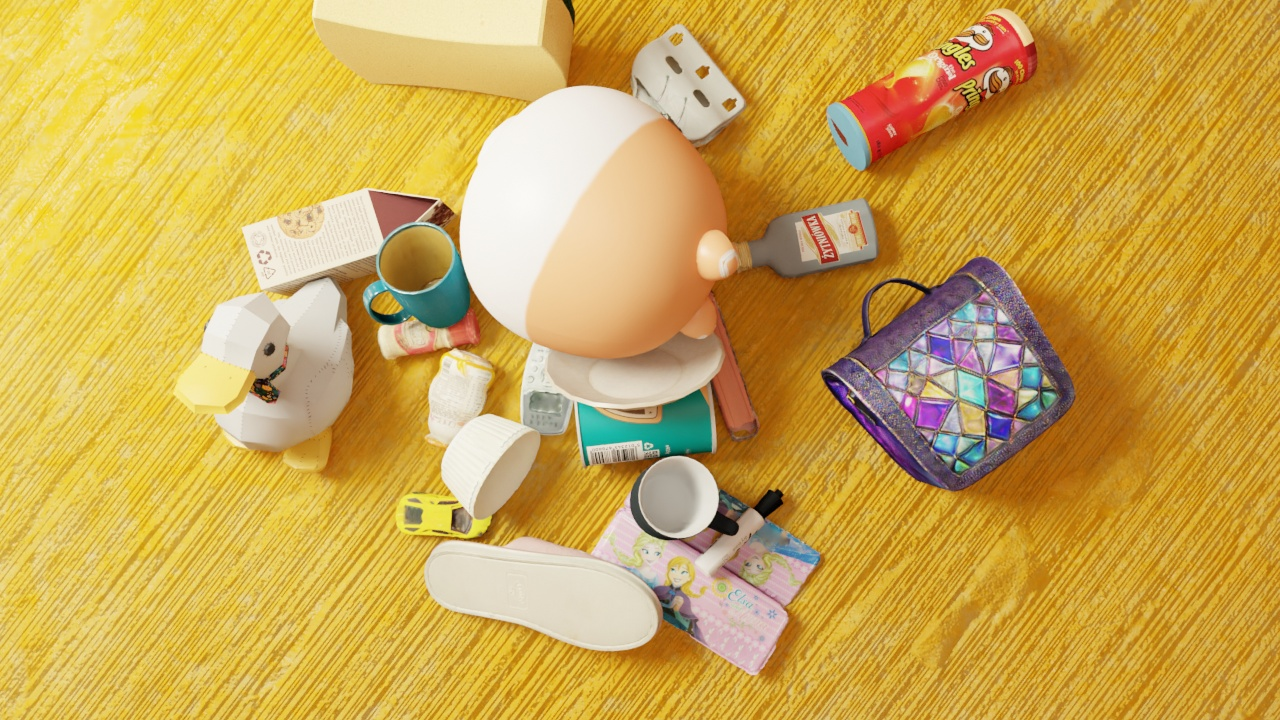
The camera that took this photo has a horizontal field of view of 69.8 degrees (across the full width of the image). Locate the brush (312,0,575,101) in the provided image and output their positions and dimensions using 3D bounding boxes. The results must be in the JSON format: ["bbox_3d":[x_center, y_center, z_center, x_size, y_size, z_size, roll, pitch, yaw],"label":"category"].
[{"bbox_3d":[-0.197,-0.344,0.959,0.250,0.195,0.075,7,89,0],"label":"brush"}]

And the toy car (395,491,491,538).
[{"bbox_3d":[-0.221,0.175,1.035,0.107,0.030,0.049,3,88,-2],"label":"toy car"}]

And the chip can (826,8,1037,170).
[{"bbox_3d":[0.321,-0.299,1.016,0.213,0.087,0.087,-29,89,0],"label":"chip can"}]

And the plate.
[{"bbox_3d":[-0.006,0.006,0.967,0.189,0.188,0.027,-6,121,-1],"label":"plate"}]

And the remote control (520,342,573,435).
[{"bbox_3d":[-0.103,0.027,1.038,0.060,0.028,0.114,8,90,0],"label":"remote control"}]

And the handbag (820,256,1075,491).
[{"bbox_3d":[0.323,0.007,0.993,0.205,0.125,0.222,-37,88,-1],"label":"handbag"}]

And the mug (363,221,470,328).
[{"bbox_3d":[-0.236,-0.076,0.971,0.112,0.104,0.084,-30,68,-7],"label":"mug"}]

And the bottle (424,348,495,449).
[{"bbox_3d":[-0.206,0.044,1.021,0.063,0.063,0.108,21,90,0],"label":"bottle"}]

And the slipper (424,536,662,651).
[{"bbox_3d":[-0.107,0.251,1.014,0.274,0.054,0.114,9,108,12],"label":"slipper"}]

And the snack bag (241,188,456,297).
[{"bbox_3d":[-0.308,-0.136,1.006,0.206,0.094,0.070,-18,89,-1],"label":"snack bag"}]

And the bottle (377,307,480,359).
[{"bbox_3d":[-0.237,-0.029,1.031,0.109,0.044,0.044,-11,89,0],"label":"bottle"}]

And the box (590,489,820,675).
[{"bbox_3d":[0.074,0.227,1.038,0.230,0.035,0.159,32,84,0],"label":"box"}]

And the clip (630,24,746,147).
[{"bbox_3d":[0.028,-0.287,1.034,0.147,0.081,0.125,-40,87,1],"label":"clip"}]

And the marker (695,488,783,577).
[{"bbox_3d":[0.113,0.189,1.021,0.125,0.025,0.025,-42,90,-13],"label":"marker"}]

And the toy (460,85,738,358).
[{"bbox_3d":[-0.036,-0.130,0.920,0.281,0.263,0.265,31,64,9],"label":"toy"}]

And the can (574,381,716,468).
[{"bbox_3d":[0.004,0.060,1.002,0.144,0.099,0.099,-6,89,-1],"label":"can"}]

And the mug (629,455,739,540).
[{"bbox_3d":[0.049,0.157,0.983,0.121,0.095,0.085,25,76,-2],"label":"mug"}]

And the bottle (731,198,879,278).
[{"bbox_3d":[0.180,-0.131,1.033,0.161,0.046,0.072,-12,89,0],"label":"bottle"}]

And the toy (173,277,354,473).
[{"bbox_3d":[-0.371,0.007,0.935,0.141,0.268,0.246,21,50,0],"label":"toy"}]

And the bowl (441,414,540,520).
[{"bbox_3d":[-0.168,0.109,1.001,0.062,0.115,0.115,32,89,15],"label":"bowl"}]

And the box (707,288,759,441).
[{"bbox_3d":[0.090,0.003,1.032,0.058,0.053,0.187,-21,91,-33],"label":"box"}]
